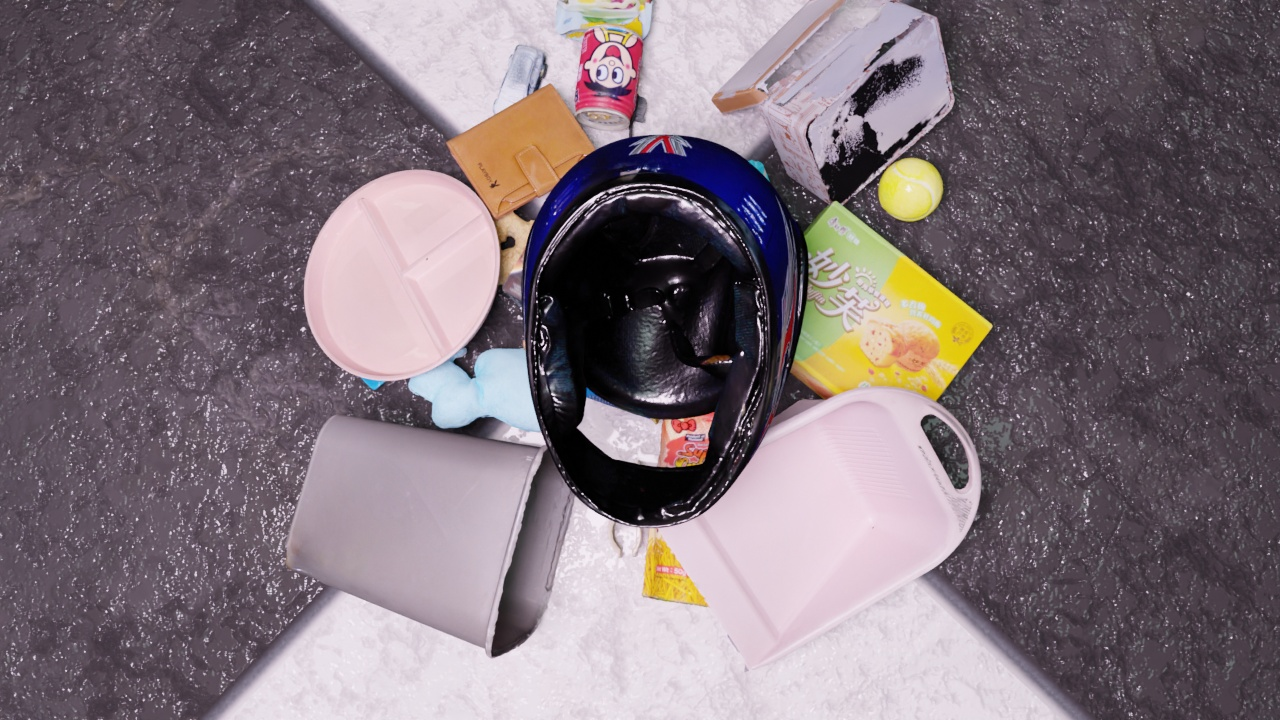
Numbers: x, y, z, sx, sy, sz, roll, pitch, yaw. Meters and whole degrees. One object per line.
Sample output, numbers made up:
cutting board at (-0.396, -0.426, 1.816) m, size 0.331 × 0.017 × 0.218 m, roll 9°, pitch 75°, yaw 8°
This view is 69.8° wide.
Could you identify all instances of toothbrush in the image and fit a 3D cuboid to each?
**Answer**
toothbrush at (-0.009, -0.199, 0.999) m, size 0.016 × 0.014 × 0.189 m, roll 6°, pitch 85°, yaw -10°

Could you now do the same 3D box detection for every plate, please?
plate at (-0.248, -0.089, 0.962) m, size 0.230 × 0.028 × 0.229 m, roll -4°, pitch 76°, yaw 16°

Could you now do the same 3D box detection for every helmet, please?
helmet at (0.020, -0.038, 0.814) m, size 0.247 × 0.240 × 0.316 m, roll 4°, pitch 105°, yaw 8°

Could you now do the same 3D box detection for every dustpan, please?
dustpan at (0.174, 0.145, 0.857) m, size 0.272 × 0.139 × 0.222 m, roll -41°, pitch 108°, yaw -19°

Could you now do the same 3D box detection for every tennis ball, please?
tennis ball at (0.283, -0.179, 0.961) m, size 0.065 × 0.065 × 0.065 m, roll 0°, pitch 84°, yaw 2°

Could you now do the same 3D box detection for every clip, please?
clip at (-0.020, 0.155, 0.956) m, size 0.071 × 0.035 × 0.100 m, roll -5°, pitch 80°, yaw 2°

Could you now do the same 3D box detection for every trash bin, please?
trash bin at (-0.195, 0.155, 0.891) m, size 0.220 × 0.198 × 0.199 m, roll 13°, pitch 83°, yaw 10°

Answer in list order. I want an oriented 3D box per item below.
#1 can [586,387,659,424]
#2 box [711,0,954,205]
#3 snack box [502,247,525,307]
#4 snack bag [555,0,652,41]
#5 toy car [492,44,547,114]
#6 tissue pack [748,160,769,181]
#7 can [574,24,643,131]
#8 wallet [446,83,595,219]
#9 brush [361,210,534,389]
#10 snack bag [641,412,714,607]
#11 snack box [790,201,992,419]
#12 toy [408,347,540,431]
can at (-0.006, 0.006, 0.958) m, size 0.083 × 0.057 × 0.102 m, roll 18°, pitch 85°, yaw 6°
box at (0.184, -0.295, 0.956) m, size 0.183 × 0.155 × 0.187 m, roll -41°, pitch 48°, yaw -3°
snack box at (-0.080, -0.104, 0.942) m, size 0.053 × 0.113 × 0.125 m, roll 29°, pitch 85°, yaw 6°
snack bag at (-0.031, -0.445, 1.013) m, size 0.110 × 0.039 × 0.191 m, roll 6°, pitch 84°, yaw 14°
toy car at (-0.132, -0.301, 1.003) m, size 0.043 × 0.034 × 0.090 m, roll 19°, pitch 87°, yaw 1°
tissue pack at (0.082, -0.145, 0.972) m, size 0.133 × 0.050 × 0.093 m, roll -25°, pitch 85°, yaw 0°
can at (-0.035, -0.301, 0.982) m, size 0.066 × 0.066 × 0.093 m, roll 7°, pitch 85°, yaw 2°
wallet at (-0.123, -0.220, 0.969) m, size 0.131 × 0.031 × 0.108 m, roll -31°, pitch 79°, yaw -6°
brush at (-0.203, -0.065, 0.983) m, size 0.254 × 0.046 × 0.083 m, roll -45°, pitch 84°, yaw 2°
snack bag at (0.071, 0.149, 0.945) m, size 0.128 × 0.073 × 0.207 m, roll 11°, pitch 78°, yaw 3°
snack box at (0.223, -0.035, 0.939) m, size 0.210 × 0.070 × 0.157 m, roll 39°, pitch 85°, yaw 1°
toy at (-0.146, 0.026, 0.954) m, size 0.156 × 0.050 × 0.161 m, roll -31°, pitch 60°, yaw -22°
